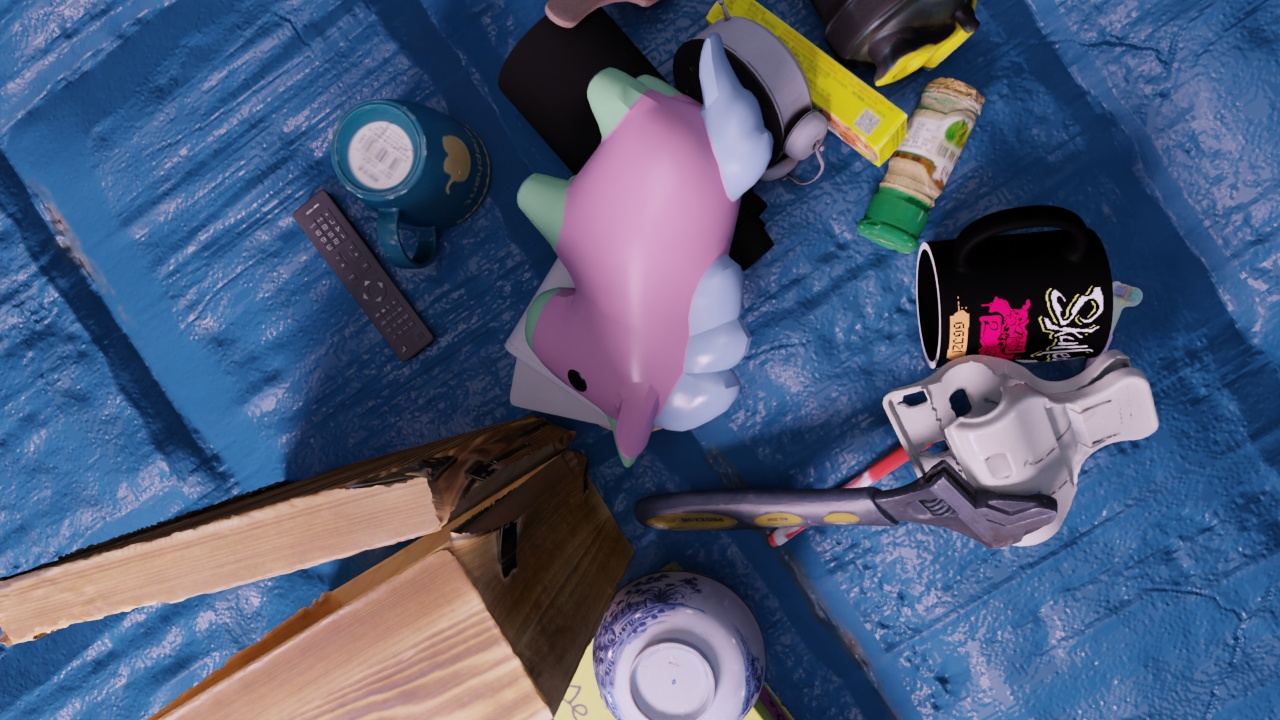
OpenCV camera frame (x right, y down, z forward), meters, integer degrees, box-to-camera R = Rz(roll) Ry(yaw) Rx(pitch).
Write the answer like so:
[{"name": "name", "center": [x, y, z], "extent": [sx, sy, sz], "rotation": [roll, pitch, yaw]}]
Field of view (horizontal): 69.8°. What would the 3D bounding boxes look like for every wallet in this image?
[{"name": "wallet", "center": [-0.028, -0.001, 0.612], "extent": [0.118, 0.037, 0.115], "rotation": [33, 97, 8]}]

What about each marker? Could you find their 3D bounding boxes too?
[{"name": "marker", "center": [0.148, 0.087, 0.635], "extent": [0.142, 0.012, 0.013], "rotation": [-36, 88, 8]}]

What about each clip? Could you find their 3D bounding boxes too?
[{"name": "clip", "center": [0.239, 0.056, 0.558], "extent": [0.152, 0.101, 0.126], "rotation": [-14, 132, 26]}]

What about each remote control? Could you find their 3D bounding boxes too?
[{"name": "remote control", "center": [-0.201, -0.062, 0.672], "extent": [0.032, 0.015, 0.136], "rotation": [-37, 91, 8]}]

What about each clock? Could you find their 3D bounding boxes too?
[{"name": "clock", "center": [0.074, -0.163, 0.590], "extent": [0.035, 0.095, 0.122], "rotation": [-43, 95, -16]}]

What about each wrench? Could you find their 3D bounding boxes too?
[{"name": "wrench", "center": [0.120, 0.095, 0.593], "extent": [0.274, 0.022, 0.073], "rotation": [-7, 134, 27]}]

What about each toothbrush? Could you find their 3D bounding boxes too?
[{"name": "toothbrush", "center": [0.294, 0.022, 0.610], "extent": [0.022, 0.015, 0.155], "rotation": [21, 96, 7]}]

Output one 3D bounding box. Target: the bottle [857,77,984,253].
[{"name": "bottle", "center": [0.185, -0.127, 0.603], "extent": [0.043, 0.043, 0.111], "rotation": [25, 95, 5]}]

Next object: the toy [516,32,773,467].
[{"name": "toy", "center": [0.012, -0.058, 0.518], "extent": [0.171, 0.119, 0.223], "rotation": [47, 119, 14]}]

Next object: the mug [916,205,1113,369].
[{"name": "mug", "center": [0.230, -0.049, 0.566], "extent": [0.098, 0.118, 0.081], "rotation": [-4, 53, 8]}]

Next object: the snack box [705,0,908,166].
[{"name": "snack box", "center": [0.107, -0.184, 0.594], "extent": [0.148, 0.040, 0.029], "rotation": [43, 97, 17]}]

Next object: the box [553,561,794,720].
[{"name": "box", "center": [0.038, 0.262, 0.629], "extent": [0.124, 0.079, 0.221], "rotation": [-35, 90, 9]}]

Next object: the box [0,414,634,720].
[{"name": "box", "center": [-0.150, 0.125, 0.545], "extent": [0.251, 0.279, 0.192], "rotation": [-30, 88, 8]}]

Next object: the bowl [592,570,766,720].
[{"name": "bowl", "center": [0.021, 0.192, 0.568], "extent": [0.114, 0.045, 0.114], "rotation": [0, 93, 8]}]

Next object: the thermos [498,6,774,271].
[{"name": "thermos", "center": [0.004, -0.133, 0.604], "extent": [0.086, 0.086, 0.198], "rotation": [-41, 88, 8]}]

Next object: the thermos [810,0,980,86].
[{"name": "thermos", "center": [0.127, -0.282, 0.580], "extent": [0.098, 0.098, 0.221], "rotation": [-32, 83, 8]}]

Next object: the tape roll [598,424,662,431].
[{"name": "tape roll", "center": [-0.004, 0.004, 0.643], "extent": [0.094, 0.027, 0.094], "rotation": [0, 94, 8]}]

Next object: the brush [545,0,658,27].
[{"name": "brush", "center": [-0.016, -0.244, 0.588], "extent": [0.050, 0.135, 0.015], "rotation": [41, 139, 2]}]

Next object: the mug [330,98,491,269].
[{"name": "mug", "center": [-0.156, -0.118, 0.617], "extent": [0.084, 0.104, 0.112], "rotation": [1, 93, 7]}]
